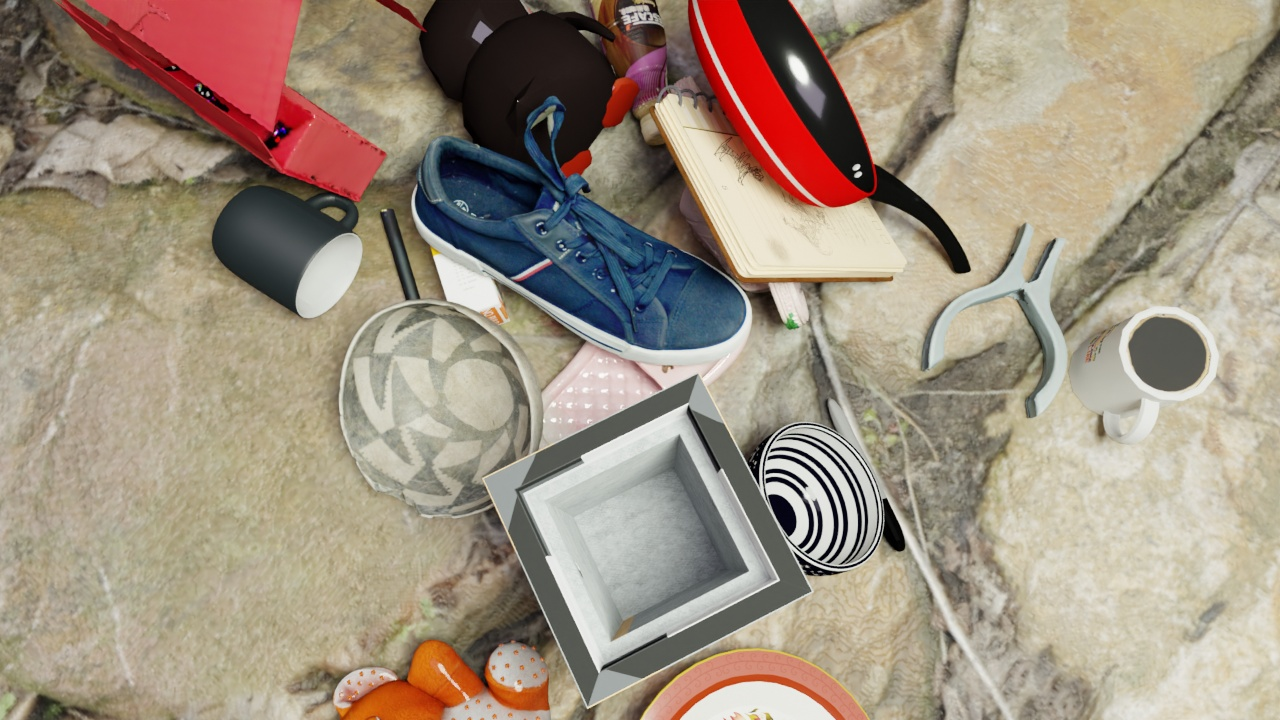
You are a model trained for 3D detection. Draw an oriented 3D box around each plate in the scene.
[{"bbox_3d":[0.088,0.337,0.691,0.229,0.021,0.229,6,70,-17],"label":"plate"}]

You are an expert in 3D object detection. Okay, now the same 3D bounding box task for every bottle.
[{"bbox_3d":[-0.003,-0.277,0.832,0.059,0.060,0.166,-15,82,-2],"label":"bottle"}]

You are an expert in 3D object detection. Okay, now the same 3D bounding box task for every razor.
[{"bbox_3d":[-0.208,-0.070,0.812,0.043,0.022,0.144,-27,70,36],"label":"razor"}]

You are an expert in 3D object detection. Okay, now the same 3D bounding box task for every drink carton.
[{"bbox_3d":[-0.152,-0.084,0.793,0.040,0.058,0.122,-19,78,-3],"label":"drink carton"}]

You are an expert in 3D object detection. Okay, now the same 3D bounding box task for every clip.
[{"bbox_3d":[0.289,-0.044,0.790,0.159,0.030,0.173,8,78,2],"label":"clip"}]

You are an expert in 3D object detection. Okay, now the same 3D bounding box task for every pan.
[{"bbox_3d":[0.156,-0.168,0.722,0.067,0.356,0.208,-28,39,28],"label":"pan"}]

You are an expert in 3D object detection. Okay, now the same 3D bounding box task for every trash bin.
[{"bbox_3d":[0.005,0.126,0.647,0.142,0.247,0.142,-26,78,-4],"label":"trash bin"}]

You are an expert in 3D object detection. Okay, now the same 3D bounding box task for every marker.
[{"bbox_3d":[0.188,0.094,0.765,0.016,0.022,0.138,-24,79,2],"label":"marker"}]

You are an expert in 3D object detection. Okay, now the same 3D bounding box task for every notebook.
[{"bbox_3d":[0.116,-0.138,0.733,0.024,0.225,0.167,-39,68,38],"label":"notebook"}]

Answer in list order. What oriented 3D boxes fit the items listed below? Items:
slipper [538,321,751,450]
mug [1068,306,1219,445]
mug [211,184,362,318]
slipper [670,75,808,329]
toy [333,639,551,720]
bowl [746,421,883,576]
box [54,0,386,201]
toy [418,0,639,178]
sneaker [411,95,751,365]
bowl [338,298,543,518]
[{"bbox_3d":[-0.005,0.004,0.773,0.221,0.056,0.107,-42,78,-7],"label":"slipper"},{"bbox_3d":[0.401,0.018,0.742,0.073,0.089,0.105,16,79,5],"label":"mug"},{"bbox_3d":[-0.295,-0.107,0.797,0.094,0.085,0.121,31,52,7],"label":"mug"},{"bbox_3d":[0.068,-0.129,0.776,0.064,0.094,0.239,-26,74,12],"label":"slipper"},{"bbox_3d":[-0.155,0.297,0.694,0.172,0.093,0.163,-1,71,3],"label":"toy"},{"bbox_3d":[0.126,0.116,0.733,0.120,0.067,0.120,15,58,-25],"label":"bowl"},{"bbox_3d":[-0.334,-0.245,0.702,0.211,0.319,0.121,35,72,10],"label":"box"},{"bbox_3d":[-0.120,-0.253,0.786,0.184,0.140,0.159,44,108,17],"label":"toy"},{"bbox_3d":[-0.040,-0.098,0.711,0.294,0.127,0.120,26,68,-1],"label":"sneaker"},{"bbox_3d":[-0.149,0.033,0.747,0.179,0.081,0.178,5,104,19],"label":"bowl"}]
